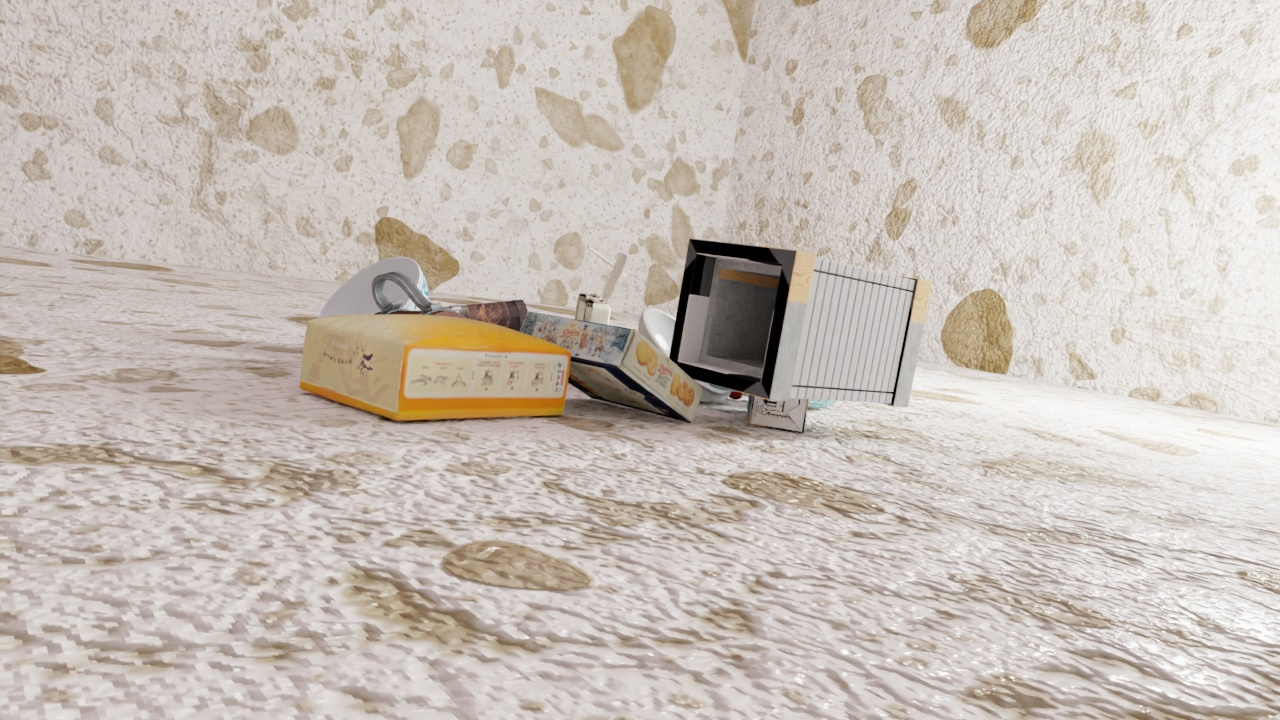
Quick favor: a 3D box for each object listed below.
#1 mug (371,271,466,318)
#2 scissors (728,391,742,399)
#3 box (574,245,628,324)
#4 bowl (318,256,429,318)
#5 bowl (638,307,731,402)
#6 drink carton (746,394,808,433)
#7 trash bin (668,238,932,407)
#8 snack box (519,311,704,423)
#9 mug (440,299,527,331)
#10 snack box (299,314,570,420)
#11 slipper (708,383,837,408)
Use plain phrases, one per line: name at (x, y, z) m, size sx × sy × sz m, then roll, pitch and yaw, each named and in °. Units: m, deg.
mug at (-0.240, -0.034, 0.967) m, size 0.111 × 0.117 × 0.081 m, roll 8°, pitch 22°, yaw 41°
scissors at (0.134, 0.039, 1.277) m, size 0.179 × 0.015 × 0.198 m, roll 7°, pitch 4°, yaw 7°
box at (-0.060, -0.093, 1.511) m, size 0.080 × 0.180 × 0.143 m, roll 7°, pitch 12°, yaw -16°
bowl at (-0.311, -0.050, 1.120) m, size 0.144 × 0.143 × 0.074 m, roll 12°, pitch -33°, yaw 39°
bowl at (0.046, 0.002, 1.145) m, size 0.149 × 0.043 × 0.149 m, roll 38°, pitch 21°, yaw -18°
drink carton at (0.154, 0.050, 1.040) m, size 0.064 × 0.040 × 0.130 m, roll 10°, pitch 5°, yaw 5°
trash bin at (0.176, -0.037, 0.992) m, size 0.246 × 0.142 × 0.143 m, roll 5°, pitch 7°, yaw -43°
snack box at (-0.030, 0.007, 0.931) m, size 0.145 × 0.042 × 0.144 m, roll 11°, pitch -18°, yaw 38°
mug at (-0.198, -0.038, 1.111) m, size 0.107 × 0.080 × 0.115 m, roll -5°, pitch 30°, yaw -20°
snack box at (-0.182, 0.000, 0.835) m, size 0.145 × 0.080 × 0.195 m, roll 12°, pitch 6°, yaw 38°
slipper at (0.174, -0.003, 1.161) m, size 0.275 × 0.116 × 0.069 m, roll 7°, pitch 30°, yaw -40°
